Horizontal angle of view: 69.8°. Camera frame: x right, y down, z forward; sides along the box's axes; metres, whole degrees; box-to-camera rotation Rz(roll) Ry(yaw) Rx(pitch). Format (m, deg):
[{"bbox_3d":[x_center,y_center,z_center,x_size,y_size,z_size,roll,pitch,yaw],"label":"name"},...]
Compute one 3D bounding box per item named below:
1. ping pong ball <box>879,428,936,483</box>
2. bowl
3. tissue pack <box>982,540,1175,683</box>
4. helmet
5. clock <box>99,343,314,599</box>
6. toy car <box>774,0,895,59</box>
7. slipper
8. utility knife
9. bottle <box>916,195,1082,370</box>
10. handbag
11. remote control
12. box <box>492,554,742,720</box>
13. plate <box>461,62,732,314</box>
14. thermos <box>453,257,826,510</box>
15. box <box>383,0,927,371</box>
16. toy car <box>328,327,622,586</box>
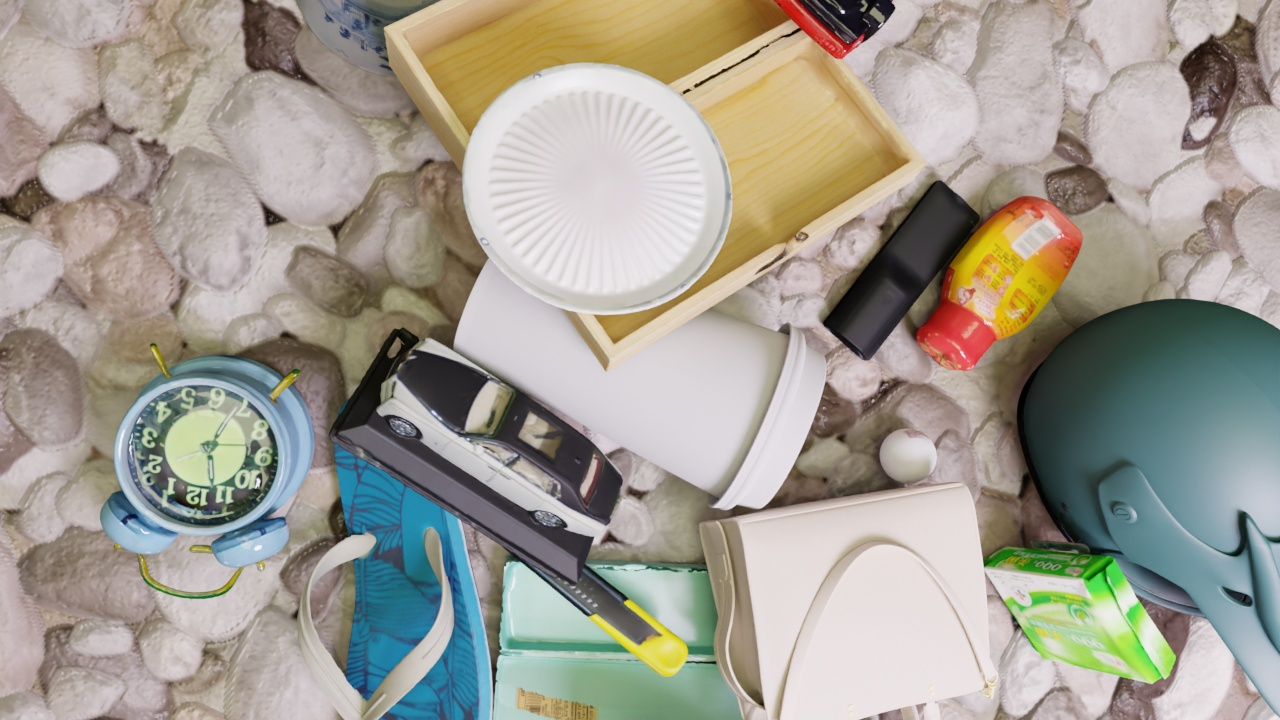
[{"bbox_3d":[0.196,0.070,0.673,0.040,0.040,0.040,0,92,-9],"label":"ping pong ball"},{"bbox_3d":[-0.155,-0.265,0.596,0.150,0.057,0.150,0,92,-9],"label":"bowl"},{"bbox_3d":[0.313,0.179,0.663,0.034,0.114,0.099,-37,97,-22],"label":"tissue pack"},{"bbox_3d":[0.390,0.090,0.623,0.176,0.200,0.275,-28,96,-7],"label":"helmet"},{"bbox_3d":[-0.278,0.073,0.593,0.118,0.060,0.162,8,95,-11],"label":"clock"},{"bbox_3d":[0.143,-0.272,0.611,0.081,0.056,0.188,40,54,-8],"label":"toy car"},{"bbox_3d":[-0.161,0.164,0.596,0.118,0.060,0.295,-5,91,17],"label":"slipper"},{"bbox_3d":[-0.041,0.155,0.626,0.172,0.020,0.028,37,68,3],"label":"utility knife"},{"bbox_3d":[0.260,-0.053,0.673,0.071,0.048,0.134,40,86,-8],"label":"bottle"},{"bbox_3d":[0.146,0.193,0.621,0.194,0.101,0.197,-6,81,-17],"label":"handbag"},{"bbox_3d":[0.195,-0.067,0.677,0.045,0.021,0.140,39,85,-10],"label":"remote control"},{"bbox_3d":[-0.008,0.208,0.646,0.187,0.052,0.138,6,78,-8],"label":"box"},{"bbox_3d":[-0.024,-0.100,0.532,0.157,0.014,0.156,2,76,-9],"label":"plate"},{"bbox_3d":[-0.003,0.003,0.605,0.222,0.131,0.131,23,89,-1],"label":"thermos"},{"bbox_3d":[0.011,-0.158,0.582,0.246,0.068,0.253,-33,77,-15],"label":"box"},{"bbox_3d":[-0.084,0.054,0.581,0.191,0.071,0.093,37,49,-19],"label":"toy car"}]
